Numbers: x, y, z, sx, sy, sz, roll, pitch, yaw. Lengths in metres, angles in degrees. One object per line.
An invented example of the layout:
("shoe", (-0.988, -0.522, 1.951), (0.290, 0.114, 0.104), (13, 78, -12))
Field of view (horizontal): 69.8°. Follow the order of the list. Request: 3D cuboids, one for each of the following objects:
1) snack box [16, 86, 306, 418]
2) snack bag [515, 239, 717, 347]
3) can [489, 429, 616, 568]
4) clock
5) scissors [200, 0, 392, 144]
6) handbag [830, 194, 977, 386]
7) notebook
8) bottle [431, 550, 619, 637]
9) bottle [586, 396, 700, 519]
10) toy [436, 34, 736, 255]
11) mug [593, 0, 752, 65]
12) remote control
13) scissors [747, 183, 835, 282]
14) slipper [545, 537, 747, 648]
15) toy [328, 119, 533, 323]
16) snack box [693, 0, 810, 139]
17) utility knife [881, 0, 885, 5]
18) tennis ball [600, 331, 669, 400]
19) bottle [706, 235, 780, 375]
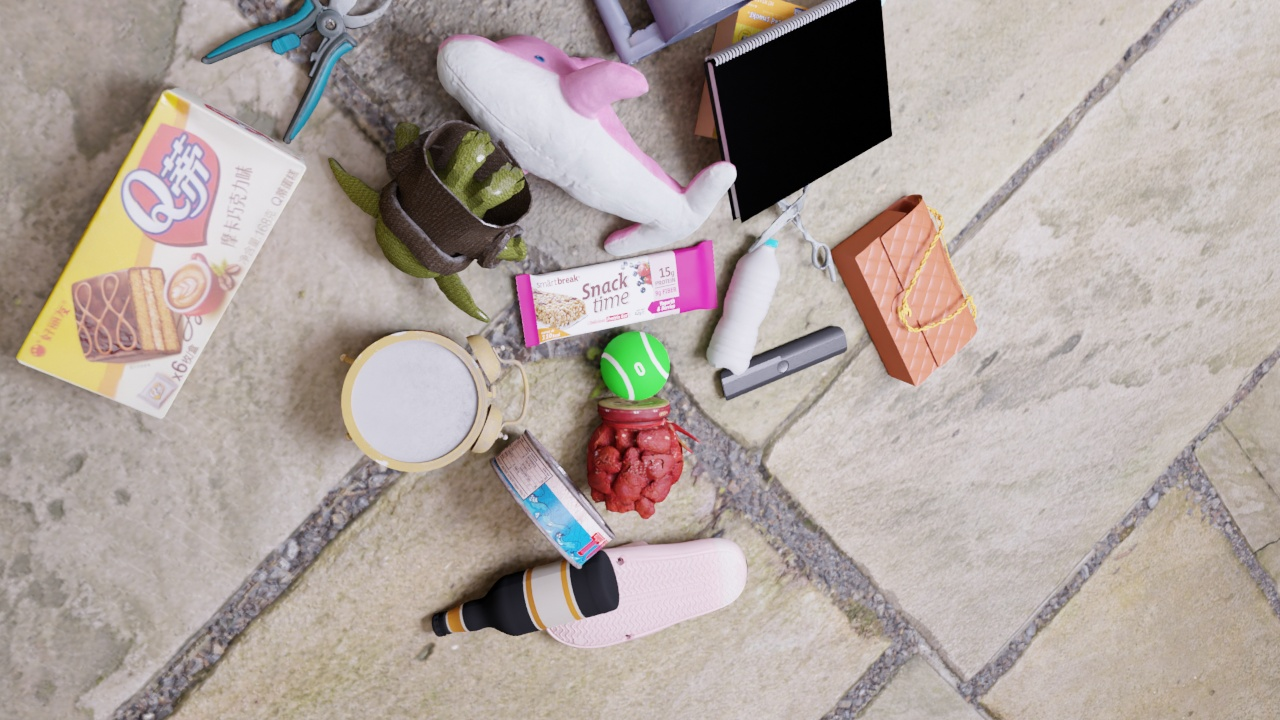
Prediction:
("snack box", (-0.362, -0.082, 0.701), (0.110, 0.061, 0.230), (30, 95, -26))
("snack bag", (-0.018, -0.064, 0.868), (0.196, 0.016, 0.070), (-12, 109, -18))
("can", (-0.080, 0.126, 0.840), (0.044, 0.130, 0.130), (-40, 116, -6))
("clock", (-0.177, 0.029, 0.797), (0.158, 0.081, 0.117), (-2, 97, -11))
("scissors", (-0.261, -0.236, 0.715), (0.154, 0.019, 0.124), (-14, 112, -16))
("handbag", (0.289, -0.072, 0.964), (0.108, 0.060, 0.172), (-38, 116, -11))
("notebook", (0.150, -0.235, 0.829), (0.206, 0.016, 0.149), (-32, 126, -25))
("bottle", (-0.114, 0.234, 0.886), (0.182, 0.059, 0.059), (-17, 114, 8))
("bottle", (-0.001, 0.093, 0.889), (0.098, 0.099, 0.111), (-2, 97, -21))
("toy", (-0.047, -0.199, 0.774), (0.265, 0.127, 0.187), (34, 137, -28))
("mug", (0.018, -0.320, 0.762), (0.124, 0.083, 0.104), (-23, 103, 16))
("remote control", (0.148, 0.003, 0.955), (0.146, 0.015, 0.033), (-21, 113, -14))
("scissors", (0.155, -0.138, 0.893), (0.175, 0.014, 0.141), (42, 68, -38))
("slipper", (0.004, 0.231, 0.949), (0.221, 0.055, 0.107), (-10, 109, -9))
("toy", (-0.153, -0.122, 0.731), (0.179, 0.153, 0.078), (47, 46, -13))
("snack box", (0.109, -0.261, 0.840), (0.088, 0.040, 0.126), (6, 104, -23))
("utility knife", (0.181, -0.280, 0.879), (0.022, 0.015, 0.165), (29, 98, -33))
("tennis ball", (-0.005, 0.005, 0.867), (0.065, 0.065, 0.065), (-7, 109, -20))
("bottle", (0.104, -0.055, 0.903), (0.044, 0.044, 0.136), (13, 101, -25))
